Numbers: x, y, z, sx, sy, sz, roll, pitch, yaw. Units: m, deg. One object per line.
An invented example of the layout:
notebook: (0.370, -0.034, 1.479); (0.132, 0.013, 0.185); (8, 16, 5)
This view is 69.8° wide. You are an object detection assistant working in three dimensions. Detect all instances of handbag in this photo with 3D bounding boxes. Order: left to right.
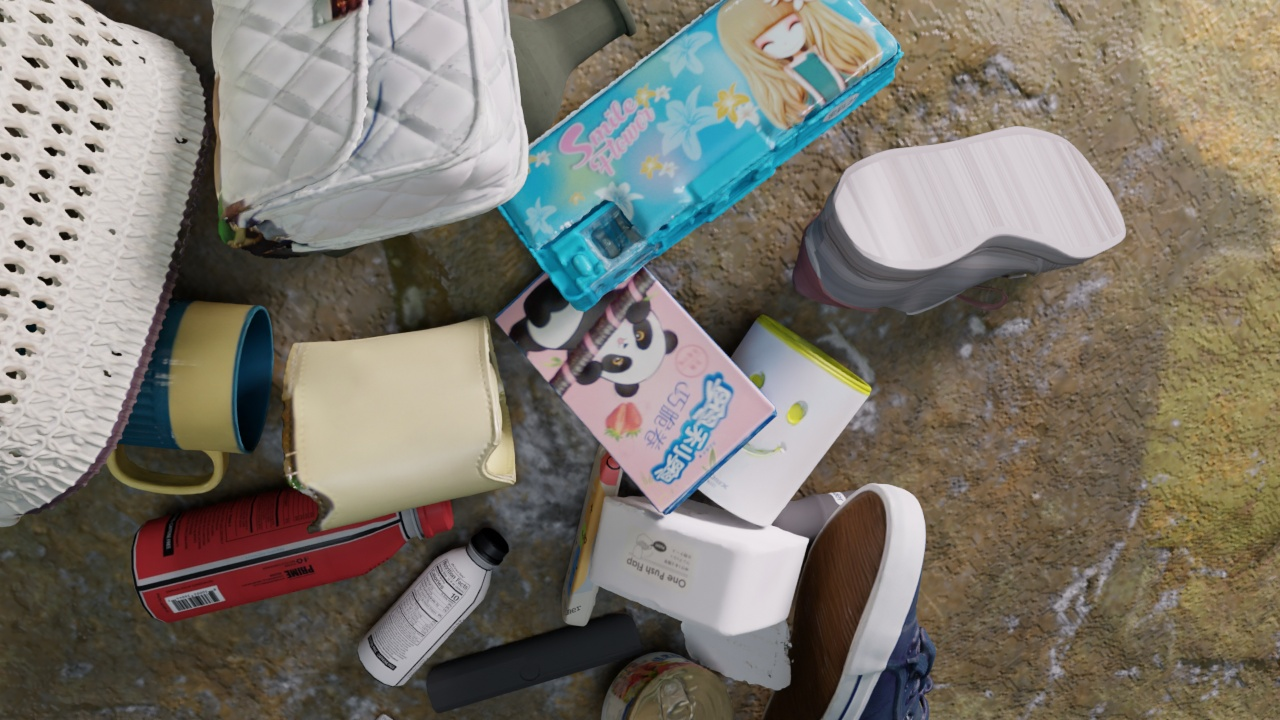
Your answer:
handbag: (-0.134, -0.153, 0.425); (0.139, 0.072, 0.194); (-13, 71, 6)
handbag: (-0.135, 0.036, 0.516); (0.119, 0.111, 0.081); (-10, 129, -6)

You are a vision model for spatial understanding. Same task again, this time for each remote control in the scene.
remote control: (-0.072, 0.208, 0.631); (0.146, 0.015, 0.033); (-15, 109, -6)
remote control: (-0.031, 0.113, 0.597); (0.018, 0.038, 0.126); (10, 105, -11)

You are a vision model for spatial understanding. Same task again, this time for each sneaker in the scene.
sneaker: (0.162, 0.206, 0.610); (0.127, 0.120, 0.295); (4, 121, -4)
sneaker: (0.190, -0.076, 0.564); (0.235, 0.090, 0.099); (-8, 74, -27)

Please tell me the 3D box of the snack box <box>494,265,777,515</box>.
snack box: (-0.003, 0.003, 0.532); (0.088, 0.033, 0.154); (-42, 76, 4)

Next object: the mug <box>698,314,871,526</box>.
mug: (0.079, 0.037, 0.571); (0.082, 0.082, 0.106); (31, 100, -18)

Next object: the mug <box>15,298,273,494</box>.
mug: (-0.266, 0.021, 0.503); (0.107, 0.083, 0.114); (4, 112, -11)

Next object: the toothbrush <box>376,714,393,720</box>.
toothbrush: (-0.112, 0.303, 0.652); (0.187, 0.017, 0.012); (41, 75, -19)

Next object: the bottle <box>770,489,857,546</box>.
bottle: (0.132, 0.108, 0.626); (0.110, 0.036, 0.036); (-5, 108, -9)

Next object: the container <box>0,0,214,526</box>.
container: (-0.307, -0.061, 0.390); (0.185, 0.143, 0.251); (9, 79, 13)

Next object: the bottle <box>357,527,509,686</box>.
bottle: (-0.130, 0.155, 0.591); (0.041, 0.041, 0.116); (41, 96, -19)

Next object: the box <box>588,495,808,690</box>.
box: (0.049, 0.142, 0.587); (0.189, 0.111, 0.101); (46, 65, -51)

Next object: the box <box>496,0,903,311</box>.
box: (0.028, -0.130, 0.511); (0.227, 0.039, 0.094); (-37, 76, 1)

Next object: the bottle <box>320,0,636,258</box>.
bottle: (-0.098, -0.136, 0.491); (0.207, 0.071, 0.071); (-31, 110, 0)

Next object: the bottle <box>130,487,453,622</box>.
bottle: (-0.202, 0.106, 0.551); (0.176, 0.062, 0.062); (-13, 109, -6)

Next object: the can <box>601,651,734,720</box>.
can: (0.018, 0.247, 0.630); (0.086, 0.043, 0.086); (0, 89, -28)
